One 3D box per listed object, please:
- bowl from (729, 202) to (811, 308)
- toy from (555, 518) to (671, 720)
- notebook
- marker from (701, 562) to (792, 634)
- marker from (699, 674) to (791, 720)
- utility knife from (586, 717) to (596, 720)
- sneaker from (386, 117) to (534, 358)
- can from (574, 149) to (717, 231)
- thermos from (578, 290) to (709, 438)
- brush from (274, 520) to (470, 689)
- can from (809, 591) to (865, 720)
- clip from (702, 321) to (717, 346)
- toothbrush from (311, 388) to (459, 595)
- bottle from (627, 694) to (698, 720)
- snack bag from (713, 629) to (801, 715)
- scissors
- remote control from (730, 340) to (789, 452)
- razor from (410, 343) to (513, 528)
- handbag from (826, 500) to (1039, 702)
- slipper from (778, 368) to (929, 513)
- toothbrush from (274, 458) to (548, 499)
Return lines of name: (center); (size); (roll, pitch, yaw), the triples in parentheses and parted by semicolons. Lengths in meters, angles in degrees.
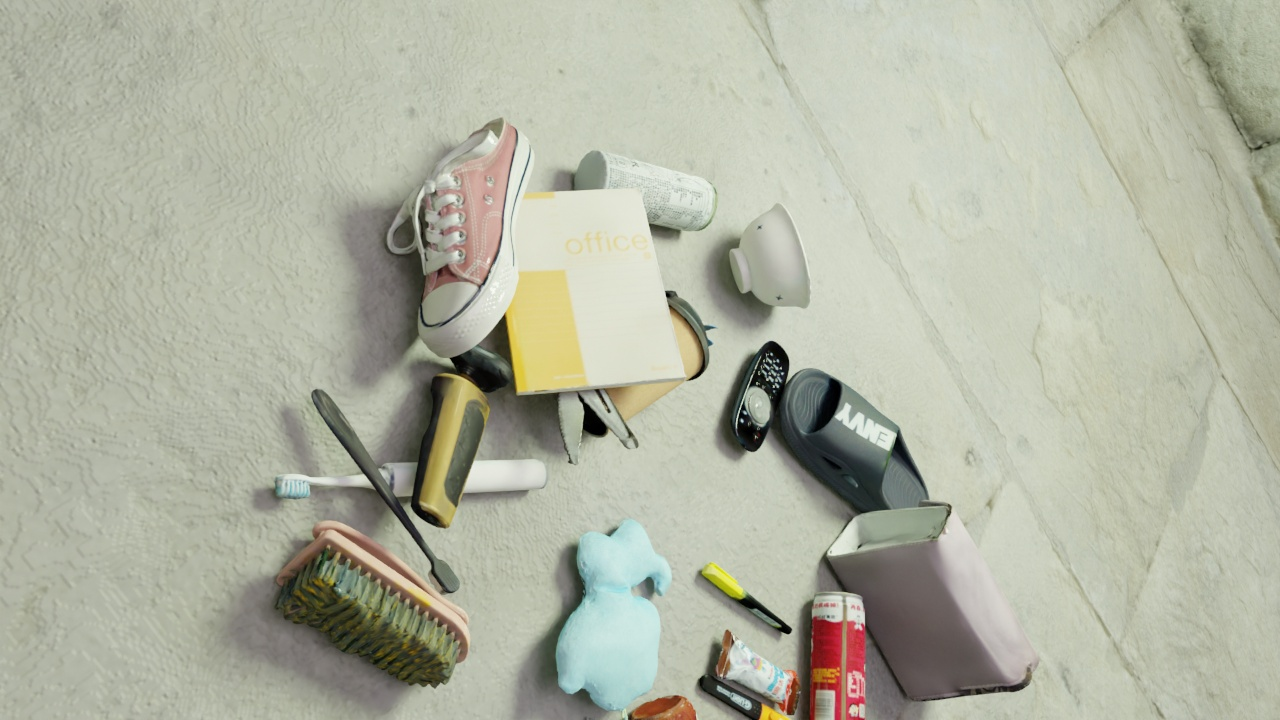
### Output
bowl: (0.134, -0.105, 0.995); (0.065, 0.118, 0.118); (-16, 83, -2)
toy: (-0.020, 0.220, 0.778); (0.161, 0.050, 0.156); (-7, 72, -48)
notebook: (-0.050, -0.067, 0.807); (0.145, 0.010, 0.206); (-5, 62, -13)
marker: (0.106, 0.233, 0.894); (0.124, 0.018, 0.015); (40, 59, -22)
marker: (0.102, 0.325, 0.861); (0.124, 0.015, 0.018); (36, 51, -22)
utility knife: (-0.024, 0.379, 0.740); (0.033, 0.015, 0.177); (2, 73, -41)
sneaker: (-0.149, -0.117, 0.754); (0.088, 0.118, 0.240); (41, 45, -43)
can: (0.007, -0.169, 0.927); (0.146, 0.058, 0.058); (5, 71, -37)
thermos: (-0.005, 0.005, 0.843); (0.143, 0.093, 0.093); (-39, 100, -32)
brush: (-0.182, 0.175, 0.658); (0.145, 0.063, 0.073); (40, 24, -23)
can: (0.198, 0.303, 0.920); (0.053, 0.053, 0.132); (22, 62, -32)
clip: (0.051, -0.037, 0.941); (0.058, 0.027, 0.044); (30, 65, -23)
toothbrush: (-0.189, 0.096, 0.671); (0.015, 0.018, 0.181); (-32, 86, -45)
bottle: (0.047, 0.388, 0.767); (0.059, 0.060, 0.206); (-16, 85, -41)
snack bag: (0.111, 0.297, 0.871); (0.105, 0.026, 0.045); (35, 59, -22)
scissors: (-0.062, -0.019, 0.792); (0.189, 0.015, 0.224); (25, 58, 3)
remote control: (0.124, 0.037, 0.972); (0.053, 0.024, 0.136); (45, 52, -26)
razor: (-0.140, 0.054, 0.709); (0.167, 0.068, 0.062); (-83, 153, -42)
handbag: (0.310, 0.252, 0.968); (0.098, 0.145, 0.197); (-38, 100, -38)
slipper: (0.261, 0.101, 1.021); (0.268, 0.084, 0.110); (44, 53, -23)
toothbrush: (-0.171, 0.092, 0.714); (0.220, 0.027, 0.026); (3, 56, -38)
